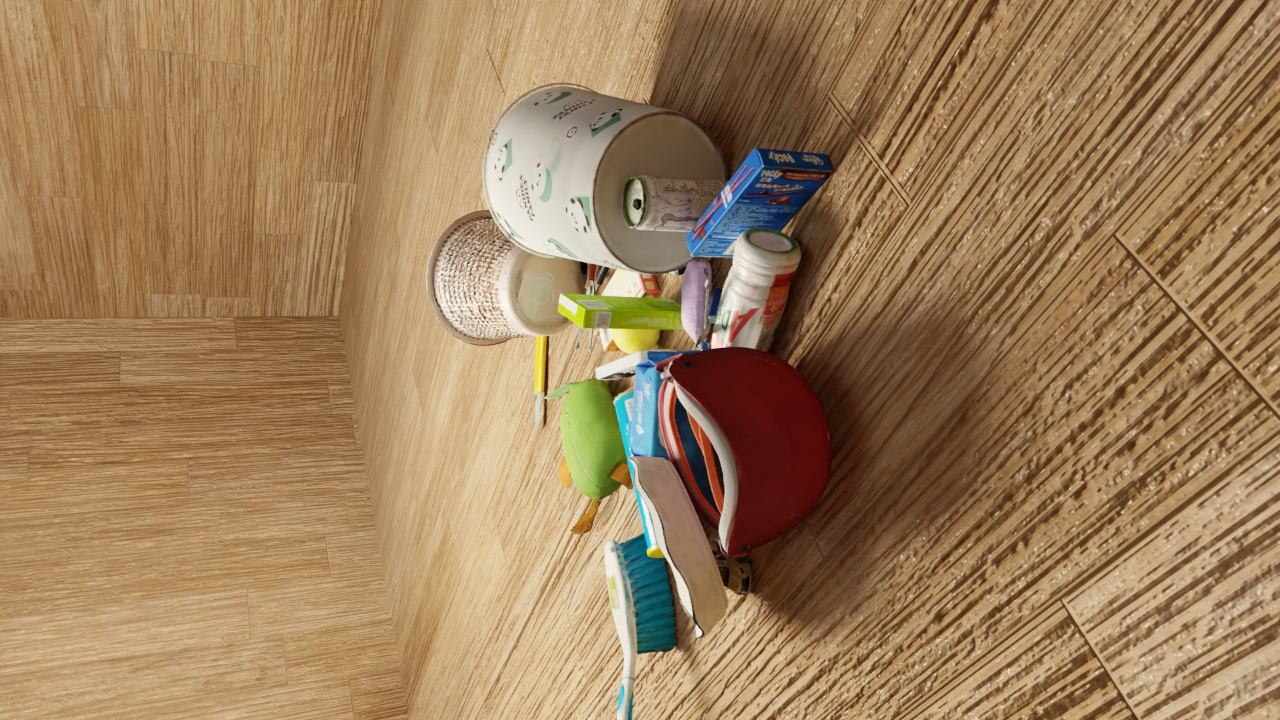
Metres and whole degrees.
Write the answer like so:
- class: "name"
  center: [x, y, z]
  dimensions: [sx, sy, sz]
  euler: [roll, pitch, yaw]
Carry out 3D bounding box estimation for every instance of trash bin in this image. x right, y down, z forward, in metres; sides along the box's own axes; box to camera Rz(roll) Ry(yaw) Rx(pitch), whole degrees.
- class: "trash bin"
  center: [-0.198, -0.124, 1.464]
  dimensions: [0.192, 0.227, 0.227]
  euler: [13, 104, 50]
- class: "trash bin"
  center: [-0.040, -0.218, 1.119]
  dimensions: [0.252, 0.229, 0.230]
  euler: [27, 116, 55]

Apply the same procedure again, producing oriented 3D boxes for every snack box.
- class: "snack box"
  center: [-0.023, -0.084, 1.293]
  dimensions: [0.156, 0.027, 0.077]
  euler: [-53, 45, 51]
- class: "snack box"
  center: [-0.015, -0.060, 1.134]
  dimensions: [0.086, 0.156, 0.026]
  euler: [33, 119, 58]
- class: "snack box"
  center: [0.118, -0.158, 0.942]
  dimensions: [0.158, 0.084, 0.026]
  euler: [-49, 49, 53]

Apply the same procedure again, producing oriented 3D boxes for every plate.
- class: "plate"
  center: [0.043, 0.196, 1.001]
  dimensions: [0.205, 0.045, 0.205]
  euler: [157, 91, -86]

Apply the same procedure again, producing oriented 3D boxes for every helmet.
- class: "helmet"
  center: [0.107, 0.080, 0.921]
  dimensions: [0.240, 0.144, 0.207]
  euler: [148, 103, -82]

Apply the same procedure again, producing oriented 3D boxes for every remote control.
- class: "remote control"
  center: [-0.007, 0.007, 1.234]
  dimensions: [0.150, 0.058, 0.021]
  euler: [-22, 73, 63]

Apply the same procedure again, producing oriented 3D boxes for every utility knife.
- class: "utility knife"
  center: [-0.176, 0.017, 1.617]
  dimensions: [0.033, 0.015, 0.219]
  euler: [16, 103, 61]

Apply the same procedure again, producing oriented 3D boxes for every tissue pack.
- class: "tissue pack"
  center: [0.039, 0.064, 1.106]
  dimensions: [0.052, 0.094, 0.157]
  euler: [24, 113, 55]

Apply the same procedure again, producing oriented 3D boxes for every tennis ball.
- class: "tennis ball"
  center: [-0.006, -0.040, 1.220]
  dimensions: [0.065, 0.065, 0.065]
  euler: [7, 98, 63]

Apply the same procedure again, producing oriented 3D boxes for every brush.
- class: "brush"
  center: [-0.002, 0.381, 1.193]
  dimensions: [0.061, 0.109, 0.314]
  euler: [-40, 56, 55]

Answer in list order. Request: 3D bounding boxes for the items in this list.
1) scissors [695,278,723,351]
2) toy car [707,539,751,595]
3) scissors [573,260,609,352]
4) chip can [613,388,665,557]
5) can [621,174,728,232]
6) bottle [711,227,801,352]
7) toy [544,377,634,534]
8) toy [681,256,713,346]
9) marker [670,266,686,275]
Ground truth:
- class: "scissors"
  center: [0.075, -0.033, 1.014]
  dimensions: [0.162, 0.012, 0.176]
  euler: [-67, -17, -49]
- class: "toy car"
  center: [0.098, 0.241, 1.067]
  dimensions: [0.090, 0.035, 0.042]
  euler: [22, 113, 59]
- class: "scissors"
  center: [-0.067, -0.120, 1.350]
  dimensions: [0.190, 0.015, 0.225]
  euler: [128, 145, -49]
- class: "chip can"
  center: [0.021, 0.140, 1.173]
  dimensions: [0.071, 0.071, 0.210]
  euler: [-50, 48, 53]
- class: "can"
  center: [0.057, -0.168, 0.995]
  dimensions: [0.058, 0.146, 0.058]
  euler: [7, 98, 64]
- class: "bottle"
  center: [0.114, -0.043, 0.984]
  dimensions: [0.068, 0.068, 0.197]
  euler: [-122, 36, -46]
- class: "toy"
  center: [-0.061, 0.118, 1.314]
  dimensions: [0.228, 0.090, 0.246]
  euler: [-48, 41, 31]
- class: "toy"
  center: [0.068, -0.072, 1.090]
  dimensions: [0.084, 0.039, 0.108]
  euler: [29, -117, -85]
- class: "marker"
  center: [0.010, -0.130, 1.200]
  dimensions: [0.131, 0.018, 0.022]
  euler: [24, 86, 46]
